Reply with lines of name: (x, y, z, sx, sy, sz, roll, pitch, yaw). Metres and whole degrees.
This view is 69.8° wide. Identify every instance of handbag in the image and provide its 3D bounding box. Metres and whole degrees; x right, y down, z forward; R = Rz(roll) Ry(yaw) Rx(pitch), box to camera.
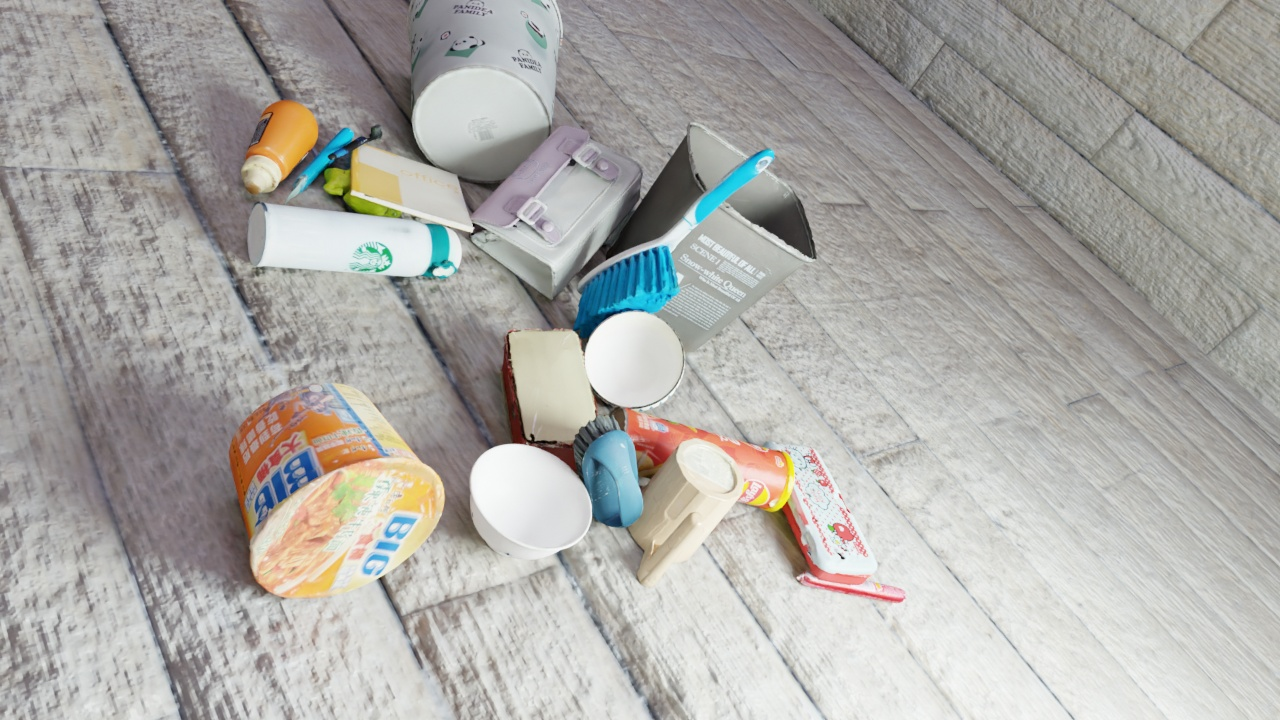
handbag: (-0.108, -0.199, 1.173, 0.145, 0.099, 0.196, 30, 63, 14)

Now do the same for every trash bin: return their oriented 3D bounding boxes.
trash bin: (-0.220, -0.399, 1.286, 0.229, 0.230, 0.251, 16, 43, -24)
trash bin: (0.077, -0.147, 1.192, 0.199, 0.220, 0.198, 29, 33, -23)

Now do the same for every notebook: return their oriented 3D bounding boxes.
notebook: (-0.288, -0.219, 1.141, 0.145, 0.010, 0.206, 16, 23, -24)

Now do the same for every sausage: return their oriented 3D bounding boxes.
sausage: (0.238, 0.253, 1.028, 0.155, 0.020, 0.020, 16, 38, -23)

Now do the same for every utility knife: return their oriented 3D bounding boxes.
utility knife: (-0.389, -0.234, 1.107, 0.018, 0.034, 0.185, 35, 35, -16)

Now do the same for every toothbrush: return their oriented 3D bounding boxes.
toothbrush: (-0.360, -0.278, 1.163, 0.014, 0.016, 0.189, 13, 23, -2)

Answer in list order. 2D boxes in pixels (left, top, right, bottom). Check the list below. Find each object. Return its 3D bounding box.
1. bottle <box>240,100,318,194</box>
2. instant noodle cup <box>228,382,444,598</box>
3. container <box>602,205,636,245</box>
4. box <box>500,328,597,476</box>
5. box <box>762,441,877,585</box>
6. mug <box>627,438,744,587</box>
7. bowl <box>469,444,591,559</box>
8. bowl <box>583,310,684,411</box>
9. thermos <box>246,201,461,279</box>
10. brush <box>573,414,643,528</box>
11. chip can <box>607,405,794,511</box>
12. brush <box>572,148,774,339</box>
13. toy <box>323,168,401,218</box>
bottle: (-0.425, -0.242, 1.065, 0.066, 0.067, 0.149, 22, 43, -16)
instant noodle cup: (-0.248, 0.097, 0.725, 0.151, 0.152, 0.111, -4, 41, -42)
container: (-0.072, -0.230, 1.308, 0.089, 0.090, 0.111, 2, 49, -37)
box: (-0.092, 0.038, 0.955, 0.091, 0.077, 0.168, 0, 44, -17)
box: (0.201, 0.168, 1.060, 0.086, 0.048, 0.201, 13, 33, -26)
mug: (0.041, 0.152, 0.917, 0.084, 0.104, 0.124, 31, 34, -4)
bowl: (-0.111, 0.142, 0.842, 0.118, 0.065, 0.118, 22, 36, -18)
bowl: (-0.006, 0.006, 1.073, 0.116, 0.116, 0.066, 41, -9, 11)
thermos: (-0.307, -0.127, 1.010, 0.223, 0.073, 0.073, 1, 46, -39)
brush: (-0.026, 0.117, 0.882, 0.055, 0.144, 0.073, -26, 54, -17)
chip can: (0.063, 0.110, 1.017, 0.216, 0.073, 0.073, 17, 38, -21)
brush: (0.033, -0.126, 1.053, 0.060, 0.315, 0.109, 19, 57, -42)
toy: (-0.332, -0.200, 1.110, 0.100, 0.031, 0.096, 45, 35, 24)
